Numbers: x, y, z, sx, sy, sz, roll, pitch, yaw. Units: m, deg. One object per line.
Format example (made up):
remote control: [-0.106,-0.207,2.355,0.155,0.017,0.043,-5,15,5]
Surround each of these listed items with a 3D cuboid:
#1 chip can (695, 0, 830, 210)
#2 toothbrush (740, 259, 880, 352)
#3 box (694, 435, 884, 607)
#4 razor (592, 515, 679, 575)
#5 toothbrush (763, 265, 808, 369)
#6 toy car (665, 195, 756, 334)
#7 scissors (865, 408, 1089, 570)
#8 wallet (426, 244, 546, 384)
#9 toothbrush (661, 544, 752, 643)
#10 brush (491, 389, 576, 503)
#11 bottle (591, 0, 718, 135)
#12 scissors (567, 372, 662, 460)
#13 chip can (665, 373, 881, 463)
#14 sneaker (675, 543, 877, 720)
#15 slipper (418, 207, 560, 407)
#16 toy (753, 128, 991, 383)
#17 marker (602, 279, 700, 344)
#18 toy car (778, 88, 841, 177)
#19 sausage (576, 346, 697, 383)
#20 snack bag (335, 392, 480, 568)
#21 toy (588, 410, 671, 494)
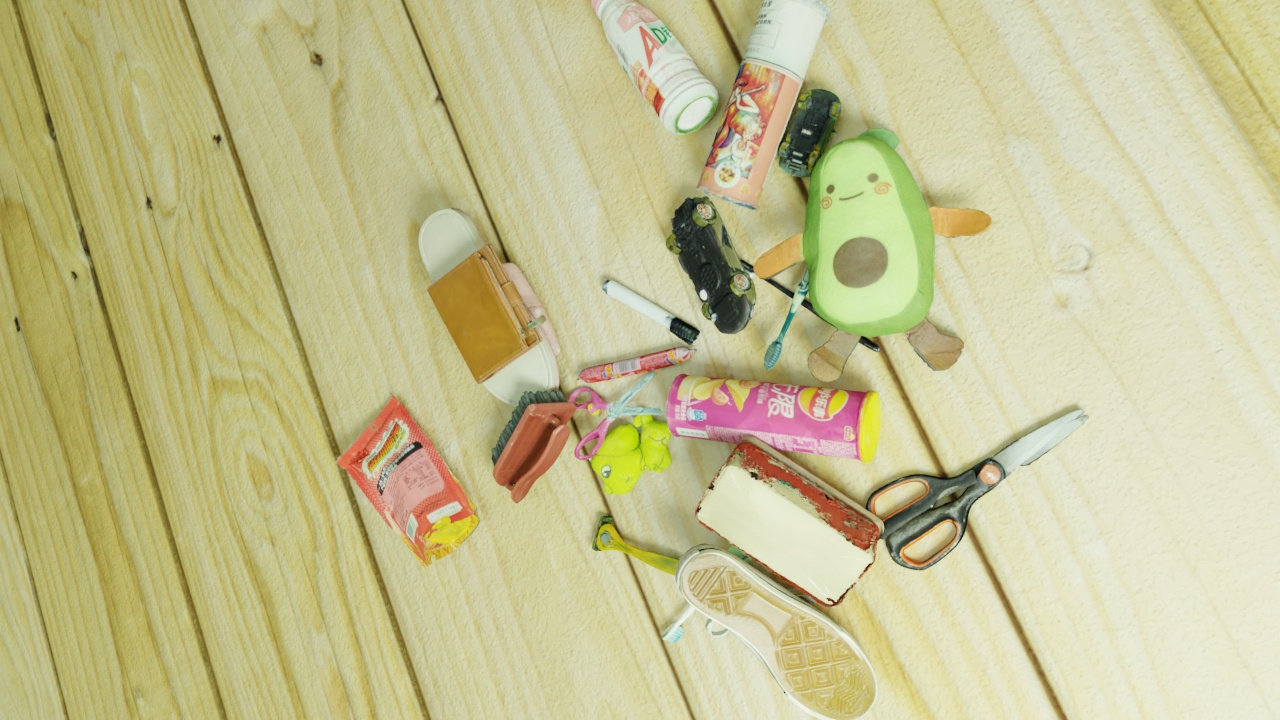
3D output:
chip can: [0.126,-0.268,0.954,0.071,0.071,0.215,24,100,25]
toothbrush: [0.172,-0.056,0.957,0.181,0.015,0.018,34,110,24]
box: [0.143,0.159,0.894,0.168,0.079,0.091,33,120,7]
razor: [0.007,0.217,1.029,0.133,0.028,0.043,18,93,24]
toothbrush: [0.168,-0.079,0.943,0.016,0.018,0.191,24,90,23]
toy car: [0.078,-0.102,0.984,0.070,0.042,0.158,-41,69,52]
scissors: [0.313,0.104,0.878,0.137,0.021,0.235,37,105,23]
wallet: [-0.178,-0.055,1.060,0.119,0.035,0.130,-31,83,25]
toothbrush: [0.093,0.224,0.983,0.027,0.026,0.225,34,107,-14]
brush: [-0.128,0.103,1.065,0.146,0.063,0.069,-56,50,34]
bottle: [0.010,-0.341,1.019,0.068,0.068,0.197,-40,68,20]
scissors: [-0.034,0.064,1.039,0.134,0.017,0.125,1,63,33]
chip can: [0.134,0.056,0.942,0.211,0.071,0.071,6,91,27]
sneaker: [0.135,0.265,0.929,0.241,0.088,0.118,39,95,-2]
slipper: [-0.179,-0.064,1.111,0.114,0.054,0.274,-37,80,24]
toy: [0.222,-0.104,0.891,0.227,0.090,0.246,-10,88,16]
marker: [0.010,-0.055,1.037,0.131,0.018,0.023,30,111,24]
toy car: [0.176,-0.233,0.947,0.043,0.036,0.091,26,101,26]
sausage: [-0.006,0.006,1.042,0.156,0.020,0.020,-13,83,26]
snack bag: [-0.296,0.152,1.164,0.208,0.073,0.129,45,103,26]
toy: [-0.011,0.104,1.036,0.100,0.031,0.096,-1,83,24]
